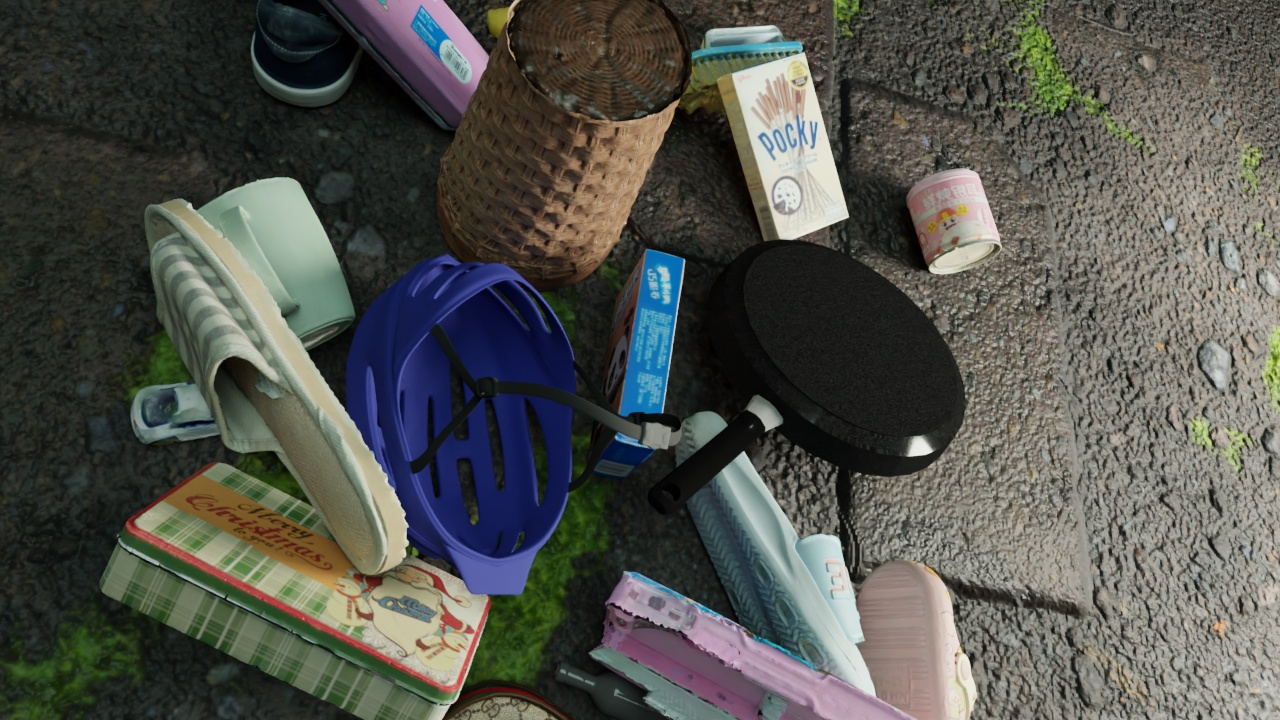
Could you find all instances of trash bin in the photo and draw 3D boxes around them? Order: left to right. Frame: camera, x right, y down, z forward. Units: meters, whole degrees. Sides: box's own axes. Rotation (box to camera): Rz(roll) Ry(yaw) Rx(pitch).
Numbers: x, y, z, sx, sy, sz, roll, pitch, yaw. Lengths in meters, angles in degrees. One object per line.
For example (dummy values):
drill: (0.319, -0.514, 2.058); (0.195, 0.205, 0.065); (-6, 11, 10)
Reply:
trash bin: (-0.062, -0.160, 0.656); (0.151, 0.211, 0.151); (6, 67, -15)

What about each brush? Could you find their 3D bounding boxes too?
brush: (0.078, -0.265, 0.831); (0.135, 0.055, 0.075); (-12, 64, -22)

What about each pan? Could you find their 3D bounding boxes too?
pan: (0.121, 0.015, 0.685); (0.225, 0.034, 0.355); (45, 45, 13)

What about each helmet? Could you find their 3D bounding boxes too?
helmet: (-0.080, 0.020, 0.576); (0.147, 0.228, 0.241); (16, 61, -47)

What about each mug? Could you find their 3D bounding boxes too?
mug: (-0.246, -0.060, 0.612); (0.084, 0.111, 0.104); (-29, 90, -9)

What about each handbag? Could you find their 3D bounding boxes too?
handbag: (-0.085, 0.279, 0.563); (0.166, 0.063, 0.138); (39, 72, 0)

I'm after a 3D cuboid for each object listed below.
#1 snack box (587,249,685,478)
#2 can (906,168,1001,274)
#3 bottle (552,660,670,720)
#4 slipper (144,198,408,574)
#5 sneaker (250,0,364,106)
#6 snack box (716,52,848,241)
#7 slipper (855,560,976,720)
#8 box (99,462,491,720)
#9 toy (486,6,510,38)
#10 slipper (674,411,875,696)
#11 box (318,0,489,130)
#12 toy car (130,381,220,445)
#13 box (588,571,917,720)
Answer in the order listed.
snack box: (-0.004, 0.004, 0.679); (0.034, 0.087, 0.151); (14, 66, -12)
can: (0.285, -0.127, 0.836); (0.067, 0.067, 0.076); (-5, 72, -20)
bottle: (-0.006, 0.230, 0.621); (0.113, 0.030, 0.030); (25, 64, -7)
slipper: (-0.230, 0.018, 0.553); (0.053, 0.115, 0.272); (-31, 75, -34)
sneaker: (-0.245, -0.354, 0.723); (0.120, 0.127, 0.294); (13, 64, -14)
snack box: (0.125, -0.183, 0.796); (0.081, 0.026, 0.150); (-24, 104, -24)
slipper: (0.202, 0.245, 0.654); (0.081, 0.093, 0.197); (17, 70, -33)
box: (-0.195, 0.139, 0.547); (0.205, 0.117, 0.050); (28, 99, -4)
toy: (-0.052, -0.299, 0.745); (0.134, 0.092, 0.208); (24, 100, 2)
slipper: (0.102, 0.142, 0.654); (0.074, 0.104, 0.245); (-21, 73, -21)
box: (-0.192, -0.267, 0.687); (0.214, 0.036, 0.076); (45, 48, -43)
toy car: (-0.289, 0.030, 0.609); (0.089, 0.027, 0.038); (-11, 71, -22)
box: (0.072, 0.227, 0.578); (0.230, 0.085, 0.076); (25, 52, 14)
